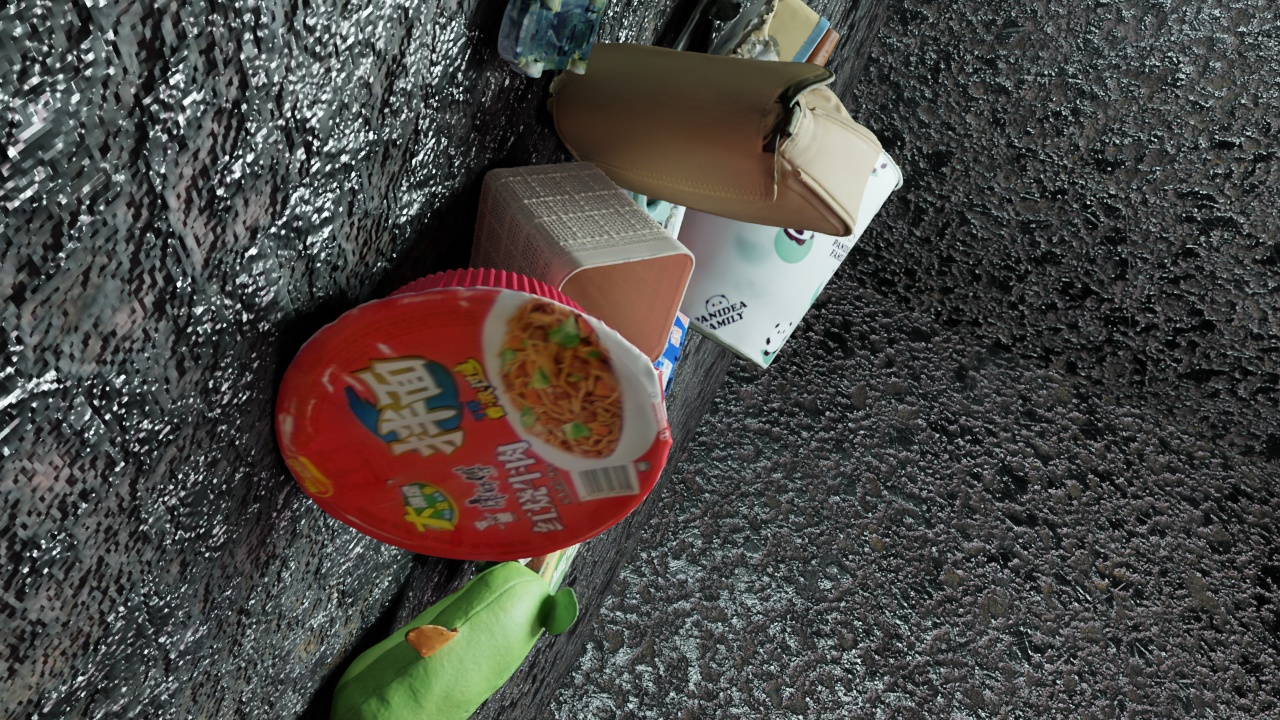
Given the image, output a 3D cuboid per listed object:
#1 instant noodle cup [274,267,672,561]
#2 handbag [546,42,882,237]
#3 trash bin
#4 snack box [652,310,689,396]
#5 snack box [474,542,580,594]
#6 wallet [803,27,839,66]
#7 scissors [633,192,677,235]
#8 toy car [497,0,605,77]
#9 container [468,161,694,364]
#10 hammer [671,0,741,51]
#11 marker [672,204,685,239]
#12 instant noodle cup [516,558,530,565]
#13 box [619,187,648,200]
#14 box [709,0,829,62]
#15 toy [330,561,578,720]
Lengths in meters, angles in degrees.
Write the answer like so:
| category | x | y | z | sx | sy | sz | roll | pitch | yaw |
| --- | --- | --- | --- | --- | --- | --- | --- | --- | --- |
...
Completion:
| category | x | y | z | sx | sy | sz | roll | pitch | yaw |
| --- | --- | --- | --- | --- | --- | --- | --- | --- | --- |
| instant noodle cup | -0.081 | 0.022 | 0.474 | 0.065 | 0.193 | 0.194 | -94 | -163 | -49 |
| handbag | 0.046 | -0.147 | 0.589 | 0.147 | 0.205 | 0.100 | 17 | 90 | -64 |
| trash bin | 0.125 | -0.142 | 1.016 | 0.252 | 0.229 | 0.229 | -60 | 171 | 2 |
| snack box | -0.005 | 0.005 | 0.800 | 0.058 | 0.057 | 0.207 | -51 | -172 | 27 |
| snack box | -0.078 | 0.135 | 0.901 | 0.115 | 0.063 | 0.239 | 100 | 15 | -56 |
| wallet | 0.134 | -0.257 | 0.848 | 0.101 | 0.032 | 0.124 | -56 | -168 | 10 |
| scissors | 0.017 | -0.135 | 0.783 | 0.139 | 0.019 | 0.180 | -44 | 158 | -43 |
| toy car | -0.048 | -0.177 | 0.487 | 0.043 | 0.034 | 0.090 | -66 | 169 | 27 |
| container | -0.042 | -0.056 | 0.545 | 0.090 | 0.111 | 0.090 | -13 | 138 | -33 |
| hammer | 0.007 | -0.210 | 0.725 | 0.322 | 0.032 | 0.126 | -62 | 170 | -15 |
| marker | 0.032 | -0.137 | 0.850 | 0.022 | 0.018 | 0.131 | -51 | 161 | -56 |
| instant noodle cup | -0.092 | 0.101 | 0.788 | 0.124 | 0.116 | 0.116 | -50 | 167 | -16 |
| box | -0.028 | -0.086 | 0.859 | 0.157 | 0.038 | 0.201 | -36 | 153 | -51 |
| box | 0.096 | -0.265 | 0.814 | 0.090 | 0.059 | 0.184 | -53 | -170 | 4 |
| toy | -0.165 | 0.246 | 0.718 | 0.246 | 0.090 | 0.227 | -36 | 164 | -23 |
